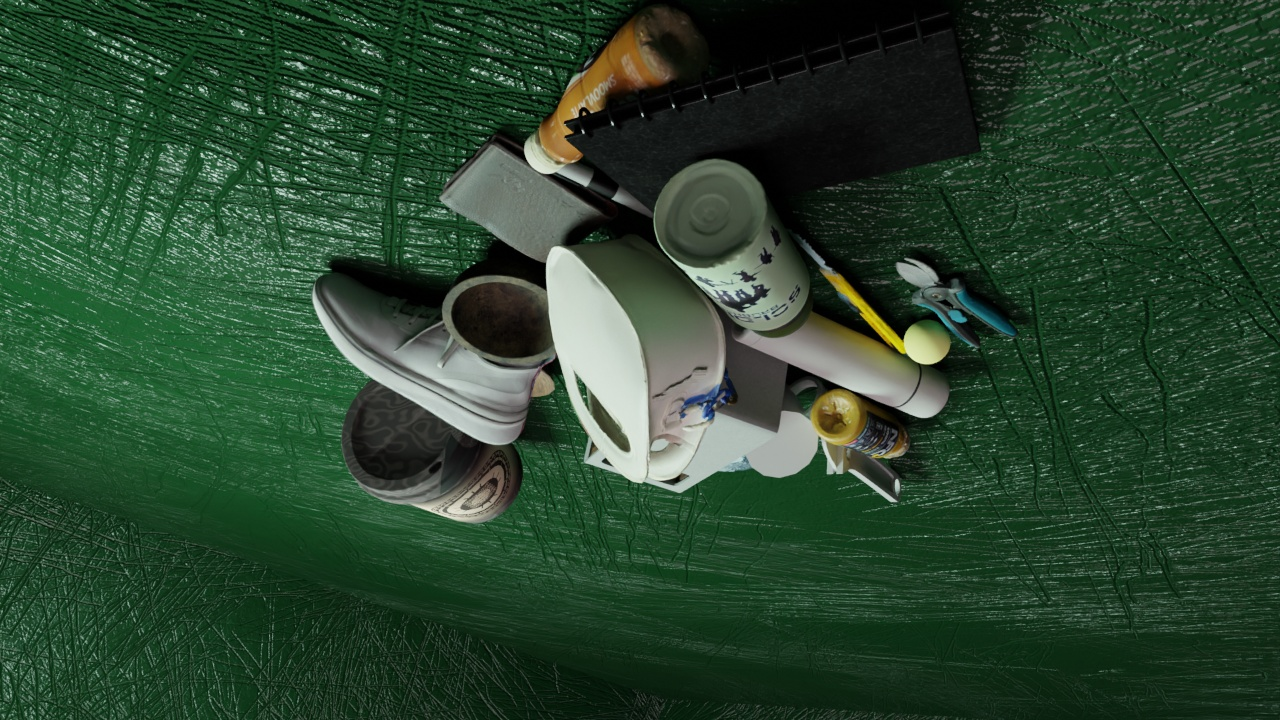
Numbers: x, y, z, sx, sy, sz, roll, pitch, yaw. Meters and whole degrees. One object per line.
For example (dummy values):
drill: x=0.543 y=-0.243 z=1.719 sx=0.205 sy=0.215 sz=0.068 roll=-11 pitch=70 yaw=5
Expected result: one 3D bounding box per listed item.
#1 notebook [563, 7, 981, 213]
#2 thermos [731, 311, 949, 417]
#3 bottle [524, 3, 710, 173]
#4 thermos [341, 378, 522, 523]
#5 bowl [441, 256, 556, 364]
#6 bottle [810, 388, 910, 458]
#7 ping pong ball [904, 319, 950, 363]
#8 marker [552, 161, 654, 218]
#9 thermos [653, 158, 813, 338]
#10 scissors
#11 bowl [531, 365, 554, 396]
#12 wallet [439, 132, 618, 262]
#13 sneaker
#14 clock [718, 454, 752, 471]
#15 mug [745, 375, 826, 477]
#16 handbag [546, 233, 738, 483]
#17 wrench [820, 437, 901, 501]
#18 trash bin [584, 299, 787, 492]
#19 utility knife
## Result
notebook: x=0.088 y=-0.145 z=0.589 sx=0.232 sy=0.019 sz=0.169 roll=-9 pitch=165 yaw=24
thermos: x=0.193 y=-0.003 z=0.864 sx=0.224 sy=0.052 sz=0.052 roll=22 pitch=152 yaw=-19
bottle: x=-0.025 y=-0.173 z=0.620 sx=0.059 sy=0.059 sz=0.168 roll=27 pitch=151 yaw=-28
thermos: x=-0.251 y=0.120 z=1.176 sx=0.173 sy=0.172 sz=0.226 roll=3 pitch=158 yaw=17
bowl: x=-0.124 y=-0.057 z=0.882 sx=0.121 sy=0.056 sz=0.121 roll=3 pitch=139 yaw=3
bottle: x=0.234 y=0.071 z=0.948 sx=0.053 sy=0.053 sz=0.186 roll=-6 pitch=165 yaw=31
ping pong ball: x=0.257 y=-0.017 z=0.824 sx=0.040 sy=0.040 sz=0.040 roll=10 pitch=153 yaw=5
marker: x=-0.004 y=-0.130 z=0.741 sx=0.140 sy=0.016 sz=0.016 roll=23 pitch=152 yaw=-20
thermos: x=0.078 y=-0.073 z=0.694 sx=0.082 sy=0.082 sz=0.231 roll=1 pitch=170 yaw=20
scissors: x=0.266 y=-0.047 z=0.787 sx=0.132 sy=0.019 sz=0.148 roll=8 pitch=154 yaw=6
bowl: x=-0.149 y=0.005 z=1.050 sx=0.102 sy=0.026 sz=0.114 roll=-8 pitch=146 yaw=36
wallet: x=-0.095 y=-0.130 z=0.765 sx=0.120 sy=0.031 sz=0.100 roll=29 pitch=145 yaw=-28
sneaker: x=-0.212 y=-0.028 z=0.952 sx=0.263 sy=0.096 sz=0.129 roll=34 pitch=108 yaw=-8
clock: x=0.108 y=0.103 z=1.102 sx=0.129 sy=0.052 sz=0.090 roll=25 pitch=150 yaw=-34
mug: x=0.147 y=0.058 z=0.951 sx=0.105 sy=0.089 sz=0.073 roll=-38 pitch=111 yaw=10
handbag: x=-0.005 y=0.005 z=0.786 sx=0.092 sy=0.200 sz=0.200 roll=-15 pitch=133 yaw=-26
wrench: x=0.257 y=0.108 z=1.054 sx=0.018 sy=0.086 sz=0.273 roll=-5 pitch=159 yaw=31
trash bin: x=0.042 y=0.041 z=0.943 sx=0.114 sy=0.114 sz=0.229 roll=20 pitch=152 yaw=-15
utility knife: x=0.183 y=-0.058 z=0.799 sx=0.206 sy=0.018 sz=0.030 roll=41 pitch=177 yaw=-39
